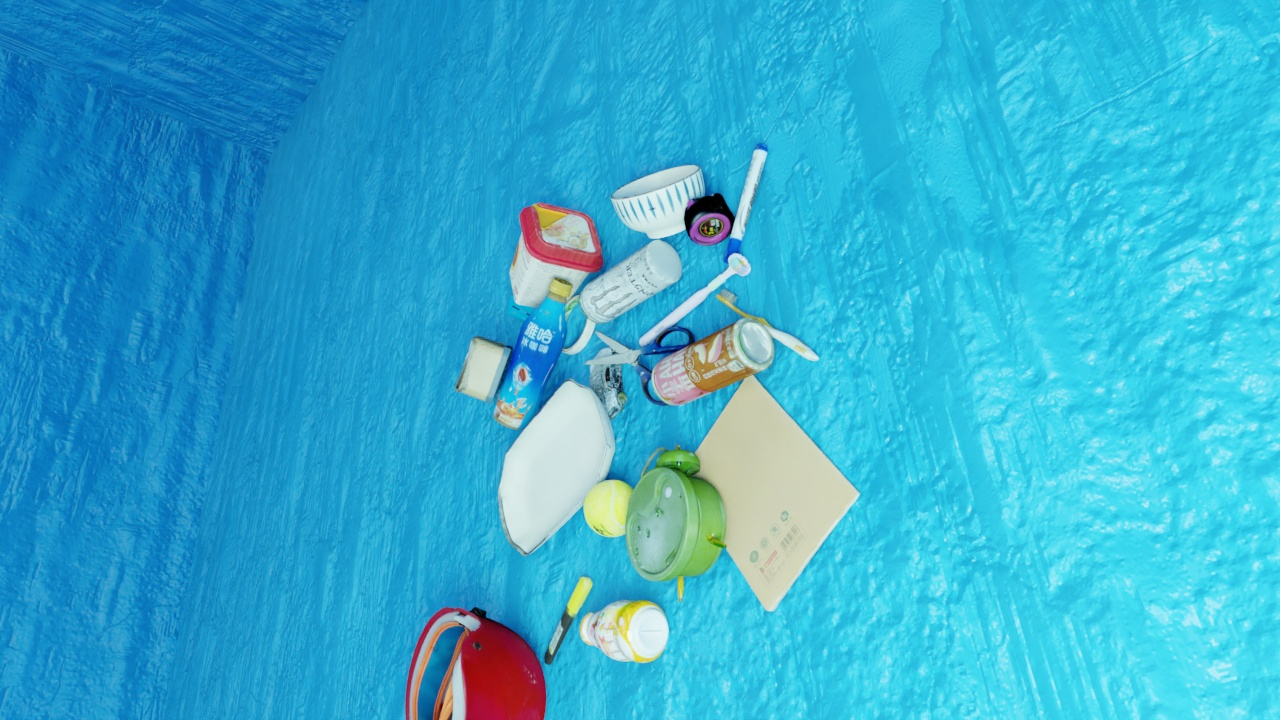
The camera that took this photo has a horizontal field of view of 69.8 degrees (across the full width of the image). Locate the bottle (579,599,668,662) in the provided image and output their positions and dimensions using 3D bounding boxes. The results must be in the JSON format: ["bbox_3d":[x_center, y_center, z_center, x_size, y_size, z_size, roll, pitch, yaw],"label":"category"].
[{"bbox_3d":[-0.020,0.288,0.980,0.109,0.063,0.063,-17,60,50],"label":"bottle"}]

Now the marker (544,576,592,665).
[{"bbox_3d":[-0.088,0.314,1.104,0.018,0.015,0.124,43,111,54],"label":"marker"}]

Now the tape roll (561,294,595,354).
[{"bbox_3d":[-0.092,-0.051,1.292,0.086,0.014,0.085,-29,52,44],"label":"tape roll"}]

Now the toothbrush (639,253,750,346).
[{"bbox_3d":[0.059,-0.065,1.089,0.190,0.029,0.021,-39,5,39],"label":"toothbrush"}]

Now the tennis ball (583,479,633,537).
[{"bbox_3d":[-0.032,0.170,1.053,0.066,0.065,0.065,-29,51,44],"label":"tennis ball"}]

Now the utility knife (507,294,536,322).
[{"bbox_3d":[-0.161,-0.068,1.383,0.188,0.018,0.034,26,96,58],"label":"utility knife"}]

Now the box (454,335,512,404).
[{"bbox_3d":[-0.228,0.011,1.345,0.184,0.061,0.090,-149,79,-81],"label":"box"}]

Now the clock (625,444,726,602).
[{"bbox_3d":[0.032,0.160,0.966,0.116,0.056,0.161,-57,37,30],"label":"clock"}]

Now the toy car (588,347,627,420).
[{"bbox_3d":[-0.045,0.028,1.173,0.049,0.031,0.105,-36,46,38],"label":"toy car"}]

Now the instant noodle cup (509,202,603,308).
[{"bbox_3d":[-0.129,-0.143,1.312,0.124,0.116,0.116,-57,35,37],"label":"instant noodle cup"}]

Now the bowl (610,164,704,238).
[{"bbox_3d":[0.027,-0.192,1.135,0.117,0.116,0.066,12,127,55],"label":"bowl"}]

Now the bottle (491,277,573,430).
[{"bbox_3d":[-0.144,-0.010,1.276,0.065,0.065,0.219,46,118,53],"label":"bottle"}]

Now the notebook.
[{"bbox_3d":[0.119,0.125,0.918,0.148,0.008,0.207,-58,36,17],"label":"notebook"}]

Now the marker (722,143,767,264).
[{"bbox_3d":[0.122,-0.181,1.061,0.017,0.017,0.145,8,80,55],"label":"marker"}]

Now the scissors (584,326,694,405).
[{"bbox_3d":[0.001,-0.006,1.117,0.161,0.012,0.163,-44,52,21],"label":"scissors"}]

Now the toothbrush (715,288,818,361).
[{"bbox_3d":[0.133,-0.040,0.977,0.018,0.016,0.191,-56,35,5],"label":"toothbrush"}]

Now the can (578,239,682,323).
[{"bbox_3d":[-0.014,-0.098,1.169,0.147,0.058,0.058,-28,52,44],"label":"can"}]

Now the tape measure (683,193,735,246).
[{"bbox_3d":[0.080,-0.166,1.075,0.058,0.057,0.039,-25,48,17],"label":"tape measure"}]

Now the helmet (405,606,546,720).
[{"bbox_3d":[-0.195,0.406,1.096,0.207,0.144,0.240,-69,20,0],"label":"helmet"}]

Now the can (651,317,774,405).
[{"bbox_3d":[0.076,0.004,0.987,0.148,0.058,0.057,-28,52,50],"label":"can"}]

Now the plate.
[{"bbox_3d":[-0.107,0.140,1.175,0.267,0.034,0.161,-49,46,37],"label":"plate"}]
